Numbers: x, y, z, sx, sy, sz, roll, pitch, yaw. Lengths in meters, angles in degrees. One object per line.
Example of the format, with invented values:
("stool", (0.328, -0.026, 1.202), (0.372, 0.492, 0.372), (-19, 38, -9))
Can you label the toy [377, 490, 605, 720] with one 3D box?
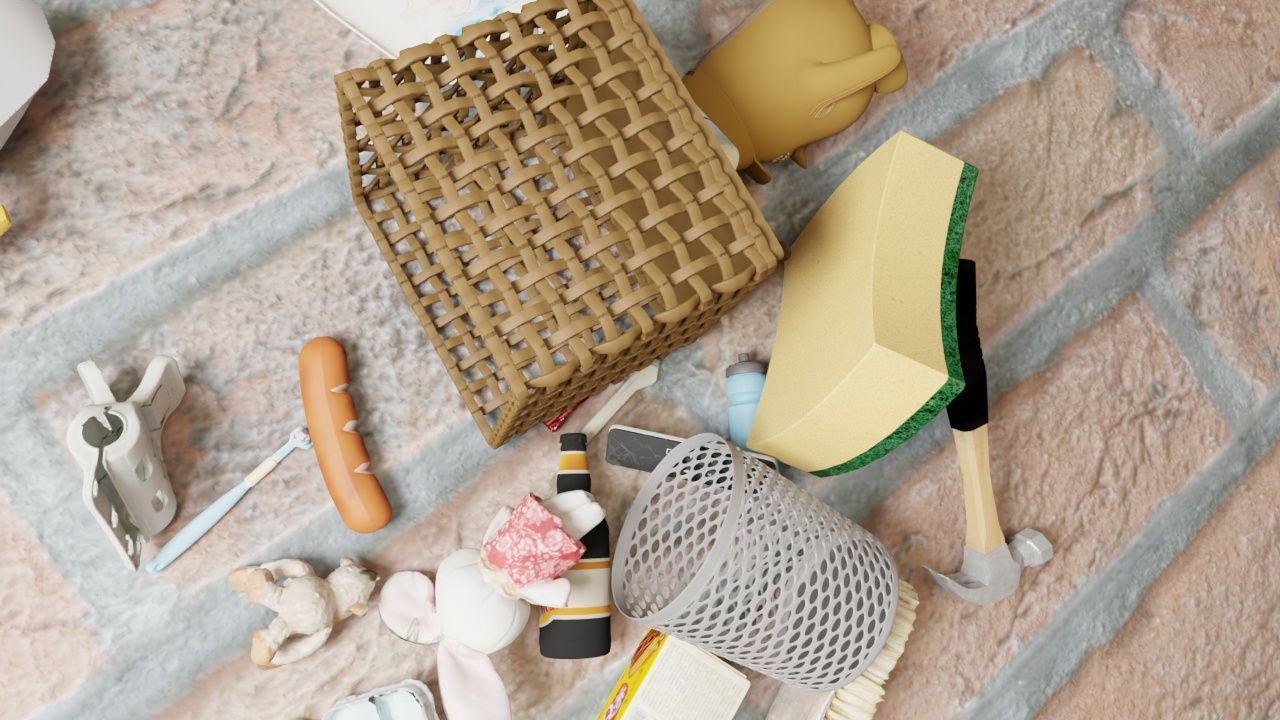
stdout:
("toy", (-0.108, 0.172, 0.705), (0.159, 0.084, 0.194), (40, 88, 28))

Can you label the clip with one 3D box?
("clip", (-0.373, 0.066, 0.668), (0.074, 0.125, 0.143), (-1, 54, -17))

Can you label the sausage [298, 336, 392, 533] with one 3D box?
("sausage", (-0.242, 0.061, 0.741), (0.044, 0.039, 0.164), (-16, 85, -21))

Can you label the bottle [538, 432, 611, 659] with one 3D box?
("bottle", (-0.055, 0.152, 0.766), (0.059, 0.059, 0.181), (1, 80, -16))

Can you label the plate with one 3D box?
("plate", (-0.195, -0.355, 0.839), (0.187, 0.016, 0.186), (35, 73, -7))

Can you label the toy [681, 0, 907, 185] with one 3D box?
("toy", (0.123, -0.244, 0.848), (0.203, 0.198, 0.162), (-32, 118, -5))

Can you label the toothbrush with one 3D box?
("toothbrush", (-0.322, 0.109, 0.722), (0.154, 0.016, 0.022), (-44, 132, -18))

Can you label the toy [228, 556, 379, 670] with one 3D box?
("toy", (-0.256, 0.181, 0.709), (0.105, 0.074, 0.085), (-18, 72, -22))

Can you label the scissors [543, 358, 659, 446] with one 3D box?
("scissors", (-0.012, 0.002, 0.829), (0.146, 0.015, 0.187), (14, 75, -12))

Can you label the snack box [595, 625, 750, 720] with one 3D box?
("snack box", (0.025, 0.287, 0.763), (0.083, 0.061, 0.105), (35, 73, -7))

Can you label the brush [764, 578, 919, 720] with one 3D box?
("brush", (0.156, 0.298, 0.787), (0.056, 0.083, 0.270), (33, 73, -8))

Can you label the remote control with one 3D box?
("remote control", (0.042, 0.087, 0.795), (0.147, 0.045, 0.008), (12, 41, 4))

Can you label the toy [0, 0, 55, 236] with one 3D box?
("toy", (-0.550, -0.199, 0.656), (0.246, 0.141, 0.267), (-33, 73, -20))

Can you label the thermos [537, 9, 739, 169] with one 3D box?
("thermos", (-0.006, -0.233, 0.801), (0.067, 0.068, 0.230), (-28, 65, -18))

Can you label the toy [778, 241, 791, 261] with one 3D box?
("toy", (0.085, -0.102, 0.861), (0.101, 0.042, 0.055), (-23, 96, -14))

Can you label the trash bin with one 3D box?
("trash bin", (0.096, 0.170, 0.747), (0.183, 0.157, 0.156), (31, 73, -20))

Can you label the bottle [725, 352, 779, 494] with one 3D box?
("bottle", (0.101, 0.057, 0.837), (0.040, 0.040, 0.130), (-3, 81, -16))

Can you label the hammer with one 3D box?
("hammer", (0.298, 0.071, 0.825), (0.131, 0.039, 0.328), (-22, 110, -22))

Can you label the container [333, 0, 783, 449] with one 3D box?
("container", (-0.072, -0.104, 0.714), (0.213, 0.220, 0.251), (-28, 84, -18))

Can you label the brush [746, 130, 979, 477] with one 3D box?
("brush", (0.183, -0.041, 0.767), (0.075, 0.196, 0.249), (23, 58, -11))

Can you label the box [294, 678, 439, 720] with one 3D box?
("box", (-0.218, 0.367, 0.694), (0.192, 0.061, 0.209), (-21, 86, 1))
